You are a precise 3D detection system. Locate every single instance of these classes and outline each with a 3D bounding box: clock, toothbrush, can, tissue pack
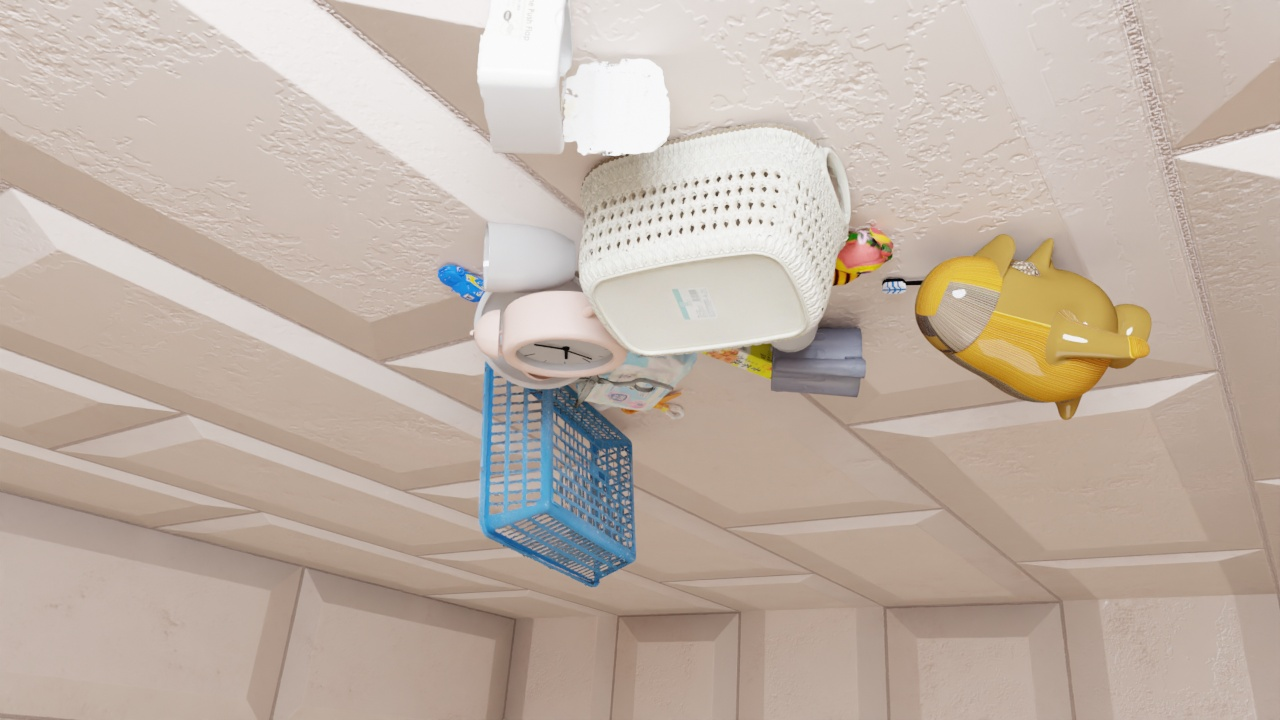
[{"bbox_3d":[-0.082,-0.035,0.970,0.161,0.086,0.131,-17,155,23],"label":"clock"},{"bbox_3d":[0.346,-0.084,0.983,0.168,0.014,0.014,-1,144,14],"label":"toothbrush"},{"bbox_3d":[0.161,-0.056,1.016,0.064,0.064,0.127,-3,155,16],"label":"can"},{"bbox_3d":[-0.007,0.007,1.180,0.112,0.069,0.182,12,154,-15],"label":"tissue pack"}]

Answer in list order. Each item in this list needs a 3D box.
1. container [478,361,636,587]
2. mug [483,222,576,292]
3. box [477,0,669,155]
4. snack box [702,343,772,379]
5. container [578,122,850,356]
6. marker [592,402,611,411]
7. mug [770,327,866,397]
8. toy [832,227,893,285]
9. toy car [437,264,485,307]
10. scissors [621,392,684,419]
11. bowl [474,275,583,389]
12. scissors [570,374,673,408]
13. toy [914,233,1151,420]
[{"bbox_3d":[-0.103,0.167,1.337,0.089,0.256,0.362,-12,152,18],"label":"container"},{"bbox_3d":[-0.119,-0.106,0.966,0.089,0.071,0.107,1,-175,-14],"label":"mug"},{"bbox_3d":[-0.040,-0.204,0.668,0.137,0.108,0.126,5,158,2],"label":"box"},{"bbox_3d":[0.147,-0.006,1.173,0.148,0.028,0.040,20,152,-31],"label":"snack box"},{"bbox_3d":[0.062,-0.101,0.836,0.247,0.142,0.184,-8,140,25],"label":"container"},{"bbox_3d":[-0.024,0.046,1.326,0.025,0.025,0.126,21,151,-33],"label":"marker"},{"bbox_3d":[0.209,0.003,1.091,0.104,0.084,0.123,3,-173,8],"label":"mug"},{"bbox_3d":[0.209,-0.106,0.922,0.084,0.046,0.104,5,160,-18],"label":"toy"},{"bbox_3d":[-0.195,-0.065,1.061,0.033,0.061,0.092,-19,147,42],"label":"toy car"},{"bbox_3d":[0.027,0.067,1.378,0.127,0.011,0.126,19,154,-32],"label":"scissors"},{"bbox_3d":[-0.114,-0.043,1.059,0.149,0.043,0.150,-1,112,-2],"label":"bowl"},{"bbox_3d":[-0.044,0.026,1.136,0.173,0.014,0.142,9,144,7],"label":"scissors"},{"bbox_3d":[0.373,-0.045,0.914,0.203,0.162,0.198,18,-178,-12],"label":"toy"}]
